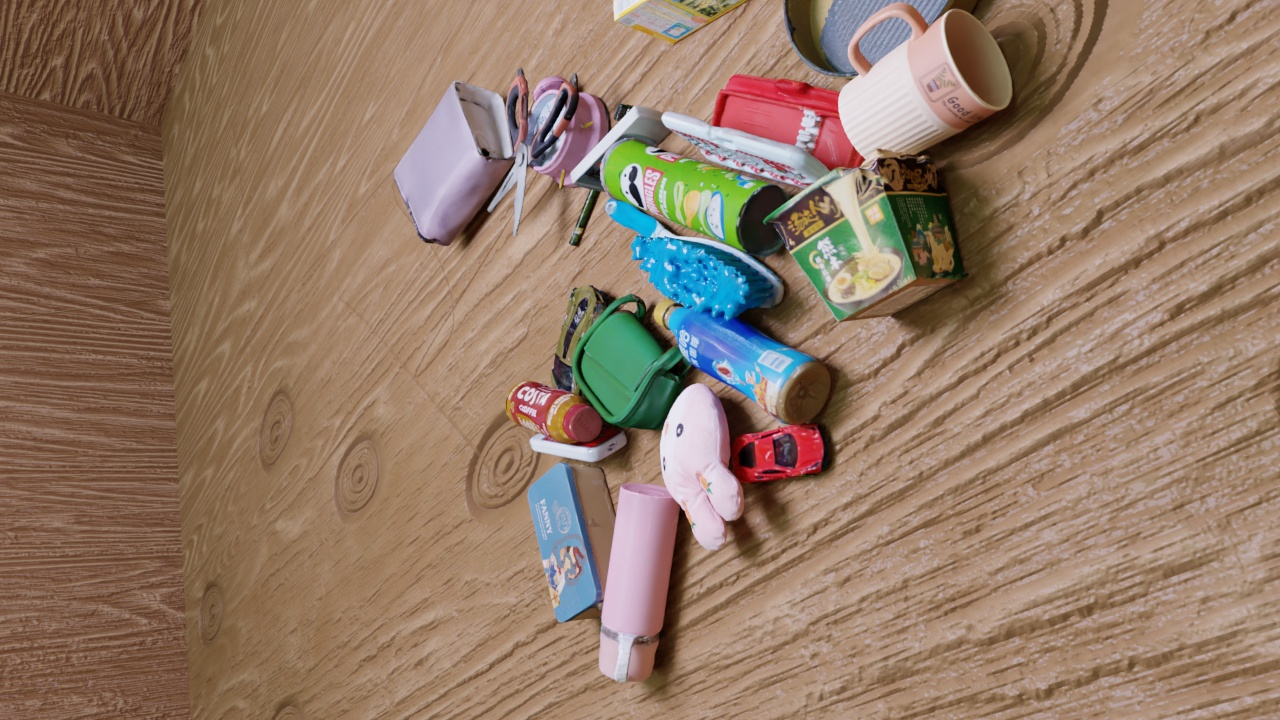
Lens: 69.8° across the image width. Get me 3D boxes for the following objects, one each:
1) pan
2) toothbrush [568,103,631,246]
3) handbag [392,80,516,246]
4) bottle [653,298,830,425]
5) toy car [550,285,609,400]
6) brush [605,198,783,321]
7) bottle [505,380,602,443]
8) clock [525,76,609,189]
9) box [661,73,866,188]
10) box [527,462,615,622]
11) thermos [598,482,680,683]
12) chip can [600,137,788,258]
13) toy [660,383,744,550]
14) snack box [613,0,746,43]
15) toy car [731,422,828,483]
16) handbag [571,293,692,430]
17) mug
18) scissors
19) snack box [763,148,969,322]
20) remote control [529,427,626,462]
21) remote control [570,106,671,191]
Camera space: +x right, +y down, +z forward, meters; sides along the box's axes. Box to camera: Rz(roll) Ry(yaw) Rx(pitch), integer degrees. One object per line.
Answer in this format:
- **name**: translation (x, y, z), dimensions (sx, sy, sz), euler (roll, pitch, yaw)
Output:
- **pan**: translation (0.231, -0.401, 0.741), dimensions (0.197, 0.078, 0.358), euler (55, 126, 39)
- **toothbrush**: translation (-0.052, -0.223, 1.115), dimensions (0.012, 0.017, 0.186), euler (45, 119, 41)
- **handbag**: translation (-0.262, -0.277, 1.316), dimensions (0.198, 0.098, 0.144), euler (-42, 53, 38)
- **bottle**: translation (0.086, -0.009, 0.882), dimensions (0.219, 0.065, 0.065), euler (33, 111, 48)
- **toy car**: translation (-0.073, -0.012, 1.098), dimensions (0.070, 0.042, 0.158), euler (31, 112, 49)
- **brush**: translation (0.027, -0.118, 0.958), dimensions (0.315, 0.109, 0.061), euler (31, 118, 40)
- **bottle**: translation (-0.100, 0.061, 1.064), dimensions (0.175, 0.057, 0.057), euler (11, 94, 60)
- **clock**: translation (-0.105, -0.291, 1.156), dimensions (0.158, 0.059, 0.117), euler (52, 123, 43)
- **box**: translation (0.113, -0.216, 0.846), dimensions (0.201, 0.101, 0.095), euler (32, 111, 47)
- **box**: translation (-0.071, 0.202, 1.052), dimensions (0.090, 0.061, 0.184), euler (-44, 55, 38)
- **thermos**: translation (-0.004, 0.232, 0.950), dimensions (0.067, 0.087, 0.198), euler (10, 92, 6)
- **chip can**: translation (0.052, -0.171, 0.939), dimensions (0.236, 0.072, 0.072), euler (32, 110, 47)
- **toy**: translation (0.059, 0.101, 0.891), dimensions (0.159, 0.054, 0.122), euler (-110, 30, -44)
- **snack box**: translation (0.047, -0.382, 0.958), dimensions (0.141, 0.086, 0.033), euler (-8, 79, 50)
- **toy car**: translation (0.127, 0.086, 0.847), dimensions (0.107, 0.031, 0.049), euler (-17, 74, 47)
- **handbag**: translation (-0.006, 0.006, 0.999), dimensions (0.120, 0.068, 0.131), euler (-57, 44, 19)
- **mug**: translation (0.211, -0.221, 0.720), dimensions (0.106, 0.114, 0.081), euler (-25, 28, 49)
- **scissors**: translation (-0.137, -0.265, 1.132), dimensions (0.189, 0.015, 0.222), euler (-5, 81, 50)
- **snack box**: translation (0.188, -0.092, 0.739), dimensions (0.118, 0.118, 0.105), euler (-32, 71, 44)
- **remote control**: translation (-0.075, 0.094, 1.074), dimensions (0.136, 0.055, 0.020), euler (3, 116, 51)
- **remote control**: translation (-0.022, -0.239, 1.049), dimensions (0.135, 0.056, 0.019), euler (-35, 60, 42)
